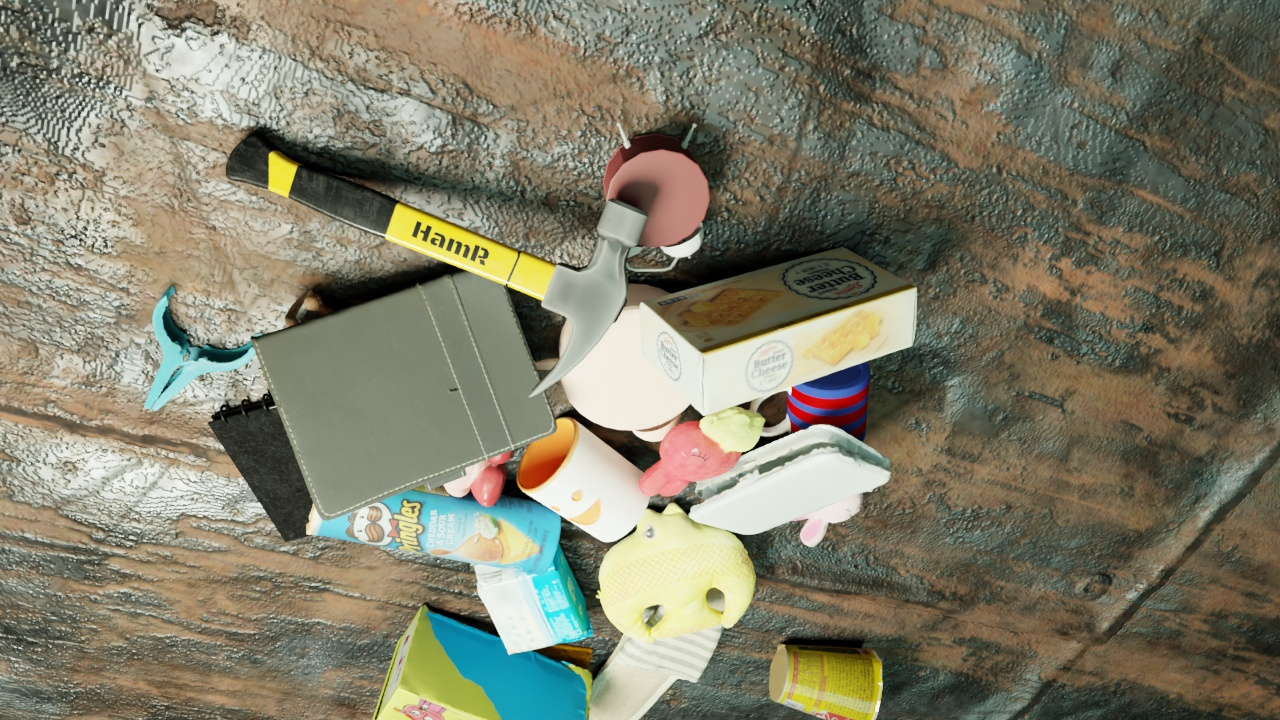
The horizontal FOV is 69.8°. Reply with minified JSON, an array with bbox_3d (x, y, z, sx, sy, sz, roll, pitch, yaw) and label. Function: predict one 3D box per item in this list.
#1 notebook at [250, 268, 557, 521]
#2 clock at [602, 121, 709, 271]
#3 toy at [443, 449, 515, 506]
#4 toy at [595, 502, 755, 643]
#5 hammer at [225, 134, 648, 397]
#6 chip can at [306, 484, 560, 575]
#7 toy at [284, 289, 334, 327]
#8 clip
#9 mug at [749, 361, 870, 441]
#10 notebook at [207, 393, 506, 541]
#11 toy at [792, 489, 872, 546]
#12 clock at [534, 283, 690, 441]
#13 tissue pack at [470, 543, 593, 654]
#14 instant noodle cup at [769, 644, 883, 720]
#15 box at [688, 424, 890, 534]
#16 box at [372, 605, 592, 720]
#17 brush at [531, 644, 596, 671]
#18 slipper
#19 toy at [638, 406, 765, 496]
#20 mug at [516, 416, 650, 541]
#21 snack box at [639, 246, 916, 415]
[{"bbox_3d":[-0.191,0.024,0.766,0.209,0.029,0.169,-20,97,-12],"label":"notebook"},{"bbox_3d":[0.011,-0.130,0.756,0.087,0.044,0.125,-1,123,-7],"label":"clock"},{"bbox_3d":[-0.177,0.068,0.814,0.131,0.096,0.124,21,115,0],"label":"toy"},{"bbox_3d":[0.034,0.226,0.972,0.170,0.064,0.155,-12,105,4],"label":"toy"},{"bbox_3d":[-0.166,-0.094,0.719,0.324,0.034,0.170,22,101,-4],"label":"hammer"},{"bbox_3d":[-0.195,0.150,0.874,0.229,0.079,0.080,16,120,-19],"label":"chip can"},{"bbox_3d":[-0.263,-0.020,0.790,0.055,0.041,0.102,7,144,39],"label":"toy"},{"bbox_3d":[-0.379,-0.008,0.797,0.118,0.033,0.120,0,123,-12],"label":"clip"},{"bbox_3d":[0.159,0.040,0.870,0.112,0.074,0.076,-6,124,-1],"label":"mug"},{"bbox_3d":[-0.265,0.084,0.875,0.231,0.019,0.169,-15,125,2],"label":"notebook"},{"bbox_3d":[0.197,0.149,0.964,0.063,0.047,0.110,36,115,-17],"label":"toy"},{"bbox_3d":[-0.005,0.005,0.825,0.160,0.086,0.131,27,116,-30],"label":"clock"},{"bbox_3d":[-0.114,0.252,0.980,0.093,0.061,0.144,-15,121,4],"label":"tissue pack"},{"bbox_3d":[0.217,0.386,1.100,0.112,0.100,0.101,12,121,-6],"label":"instant noodle cup"},{"bbox_3d":[0.139,0.115,0.884,0.118,0.063,0.214,20,145,-25],"label":"box"},{"bbox_3d":[-0.164,0.369,0.998,0.221,0.124,0.079,27,118,-16],"label":"box"},{"bbox_3d":[-0.122,0.348,1.068,0.126,0.017,0.048,12,121,-15],"label":"brush"},{"bbox_3d":[0.018,0.346,1.068,0.114,0.054,0.273,19,119,-24],"label":"slipper"},{"bbox_3d":[0.056,0.087,0.860,0.135,0.045,0.091,-39,141,21],"label":"toy"},{"bbox_3d":[-0.054,0.116,0.886,0.082,0.082,0.105,-41,120,18],"label":"mug"},{"bbox_3d":[0.115,-0.030,0.762,0.207,0.104,0.058,-17,123,-20],"label":"snack box"}]
